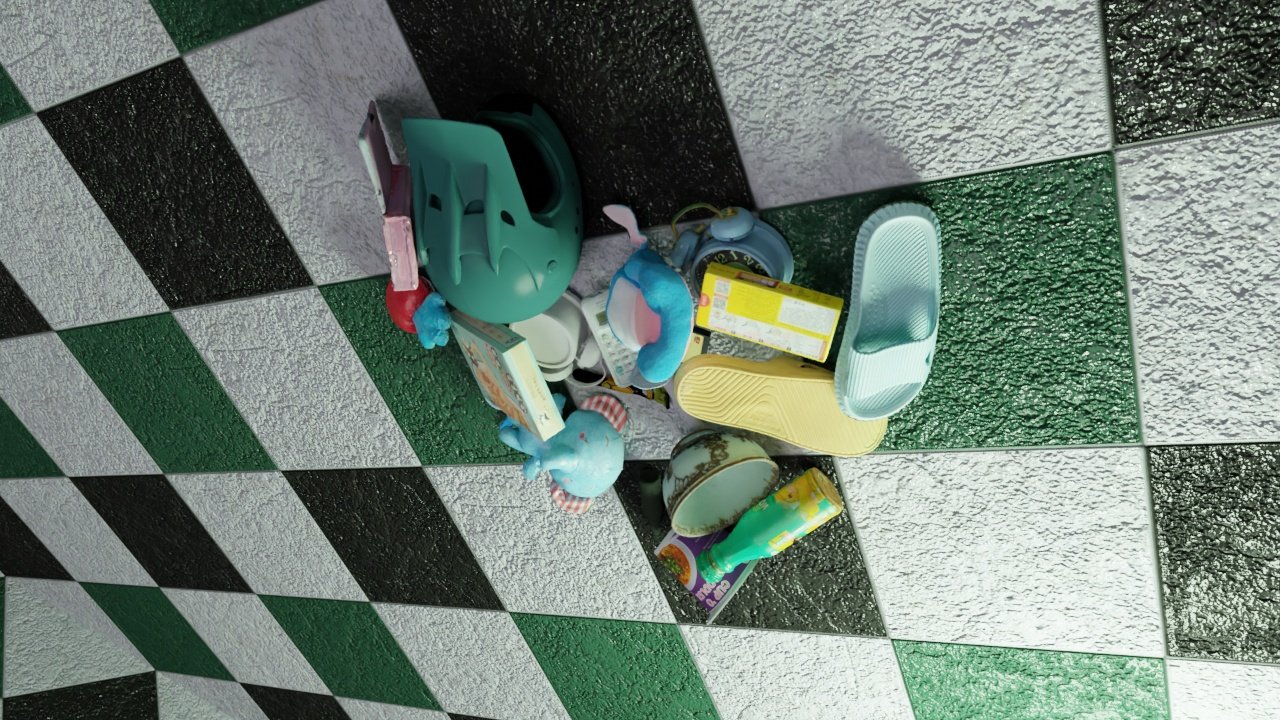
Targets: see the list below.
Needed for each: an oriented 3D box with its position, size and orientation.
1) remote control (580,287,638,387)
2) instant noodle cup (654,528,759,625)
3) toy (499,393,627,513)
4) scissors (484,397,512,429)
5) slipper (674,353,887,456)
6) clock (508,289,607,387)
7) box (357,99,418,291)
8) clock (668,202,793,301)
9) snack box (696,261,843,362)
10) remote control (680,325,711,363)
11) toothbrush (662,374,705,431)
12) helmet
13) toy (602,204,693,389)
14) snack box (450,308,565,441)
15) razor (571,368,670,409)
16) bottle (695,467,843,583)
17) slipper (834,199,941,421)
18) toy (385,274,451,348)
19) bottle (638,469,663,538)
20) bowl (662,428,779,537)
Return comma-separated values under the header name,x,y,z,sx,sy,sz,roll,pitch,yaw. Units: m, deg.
name,x,y,z,sx,sy,sz,roll,pitch,yaw
remote control,-0.030,-0.029,1.168,0.050,0.022,0.133,-22,114,3
instant noodle cup,0.087,0.288,1.320,0.122,0.136,0.122,38,148,8
toy,-0.109,0.121,1.282,0.180,0.114,0.184,21,107,-4
scissors,-0.179,0.075,1.356,0.126,0.013,0.126,44,130,-5
slipper,0.169,0.041,1.108,0.263,0.078,0.100,11,116,-6
clock,-0.106,-0.029,1.212,0.120,0.060,0.159,-23,117,40
box,-0.286,-0.199,1.066,0.040,0.232,0.179,-10,119,-8
clock,0.100,-0.114,1.038,0.162,0.059,0.118,46,132,-16
snack box,0.140,-0.053,1.010,0.152,0.025,0.075,17,133,11
remote control,0.022,-0.032,1.172,0.133,0.013,0.058,18,131,13
toothbrush,0.036,0.025,1.192,0.019,0.018,0.188,-12,126,32
helmet,-0.166,-0.166,1.034,0.177,0.199,0.275,10,129,19
toy,0.010,-0.069,1.049,0.099,0.191,0.224,-9,103,-6
snack box,-0.183,0.012,1.227,0.194,0.044,0.141,28,145,53
razor,-0.027,0.033,1.245,0.144,0.021,0.044,13,130,20
bottle,0.165,0.225,1.218,0.210,0.068,0.068,-38,104,18
slipper,0.273,-0.038,0.987,0.116,0.069,0.277,-7,123,-5
toy,-0.301,-0.071,1.257,0.133,0.062,0.092,35,136,29
bottle,0.018,0.215,1.355,0.033,0.032,0.123,9,129,20
bowl,0.092,0.147,1.209,0.094,0.159,0.160,57,144,34
